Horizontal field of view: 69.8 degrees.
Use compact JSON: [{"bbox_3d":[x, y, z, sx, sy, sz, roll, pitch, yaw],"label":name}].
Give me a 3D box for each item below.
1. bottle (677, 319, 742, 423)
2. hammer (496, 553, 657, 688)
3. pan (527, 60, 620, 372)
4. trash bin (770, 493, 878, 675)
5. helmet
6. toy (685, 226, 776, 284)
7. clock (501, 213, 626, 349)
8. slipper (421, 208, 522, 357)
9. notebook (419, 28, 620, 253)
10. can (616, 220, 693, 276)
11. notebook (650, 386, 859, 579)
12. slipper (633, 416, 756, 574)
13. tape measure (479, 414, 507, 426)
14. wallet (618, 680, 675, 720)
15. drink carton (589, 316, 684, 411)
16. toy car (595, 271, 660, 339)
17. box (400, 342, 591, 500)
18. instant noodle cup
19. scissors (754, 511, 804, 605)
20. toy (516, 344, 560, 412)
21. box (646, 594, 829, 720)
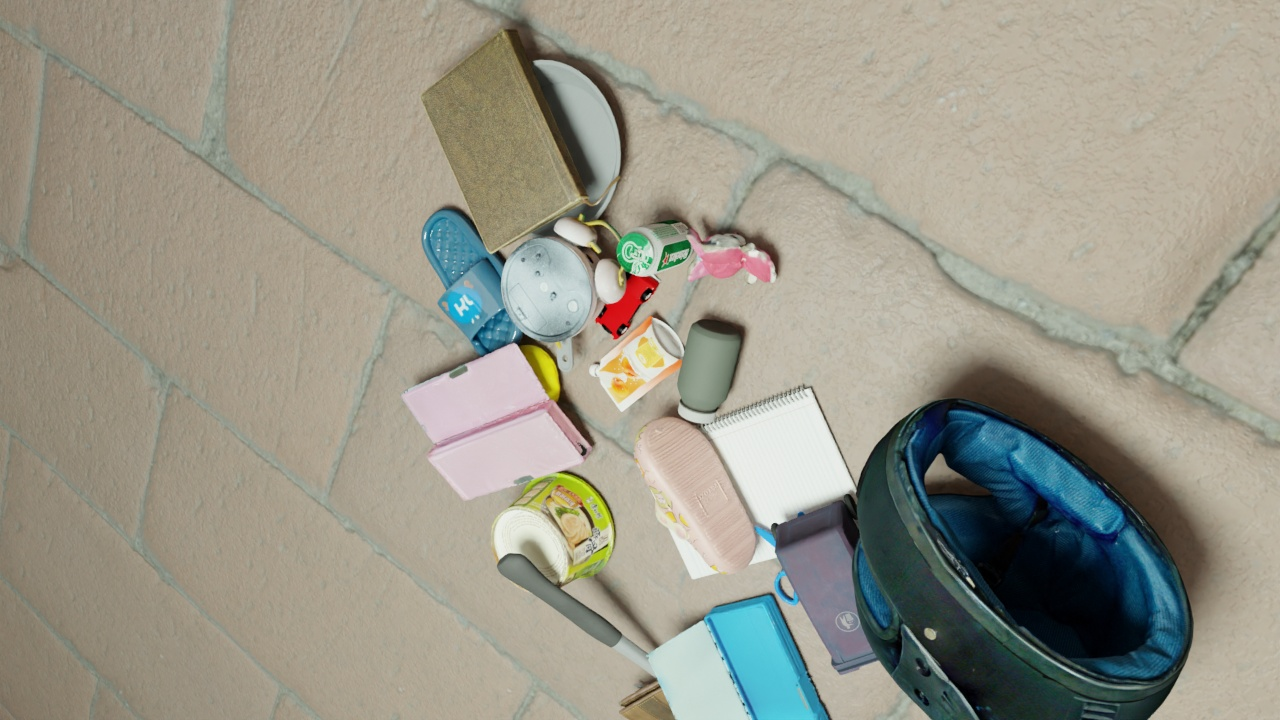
[{"bbox_3d":[0.074,0.012,1.024,0.060,0.060,0.108,21,113,23],"label":"bottle"},{"bbox_3d":[-0.050,0.333,1.127,0.311,0.029,0.125,39,125,-15],"label":"hammer"},{"bbox_3d":[-0.098,-0.165,1.076,0.201,0.050,0.357,0,104,29],"label":"pan"},{"bbox_3d":[0.215,0.241,0.980,0.094,0.092,0.161,-26,100,18],"label":"trash bin"},{"bbox_3d":[0.312,0.210,0.842,0.316,0.248,0.236,43,148,12],"label":"helmet"},{"bbox_3d":[0.099,-0.113,0.989,0.102,0.050,0.065,13,141,16],"label":"toy"},{"bbox_3d":[-0.081,-0.093,1.028,0.158,0.058,0.117,-41,83,28],"label":"clock"},{"bbox_3d":[-0.214,-0.097,1.150,0.104,0.059,0.213,-35,78,28],"label":"slipper"},{"bbox_3d":[-0.140,-0.252,1.039,0.191,0.034,0.215,-23,89,31],"label":"notebook"},{"bbox_3d":[0.018,-0.122,0.994,0.053,0.100,0.053,8,107,27],"label":"can"},{"bbox_3d":[0.122,0.147,1.063,0.246,0.013,0.178,-23,93,32],"label":"notebook"},{"bbox_3d":[0.056,0.157,1.053,0.197,0.093,0.082,56,142,0],"label":"slipper"},{"bbox_3d":[-0.203,0.058,1.217,0.064,0.016,0.065,37,118,16],"label":"tape measure"},{"bbox_3d":[0.046,0.442,1.149,0.121,0.026,0.099,38,123,-22],"label":"wallet"},{"bbox_3d":[-0.007,0.006,1.087,0.122,0.038,0.069,-40,83,37],"label":"drink carton"},{"bbox_3d":[-0.016,-0.068,1.073,0.038,0.025,0.090,43,120,12],"label":"toy car"},{"bbox_3d":[-0.196,0.087,1.174,0.233,0.039,0.179,-23,109,36],"label":"box"},{"bbox_3d":[-0.116,0.224,1.166,0.146,0.097,0.146,8,107,27],"label":"instant noodle cup"},{"bbox_3d":[0.187,0.228,1.041,0.127,0.015,0.125,4,113,20],"label":"scissors"},{"bbox_3d":[-0.143,0.026,1.161,0.094,0.041,0.095,11,109,23],"label":"toy"},{"bbox_3d":[0.132,0.417,1.100,0.170,0.071,0.243,-24,91,6],"label":"box"}]
